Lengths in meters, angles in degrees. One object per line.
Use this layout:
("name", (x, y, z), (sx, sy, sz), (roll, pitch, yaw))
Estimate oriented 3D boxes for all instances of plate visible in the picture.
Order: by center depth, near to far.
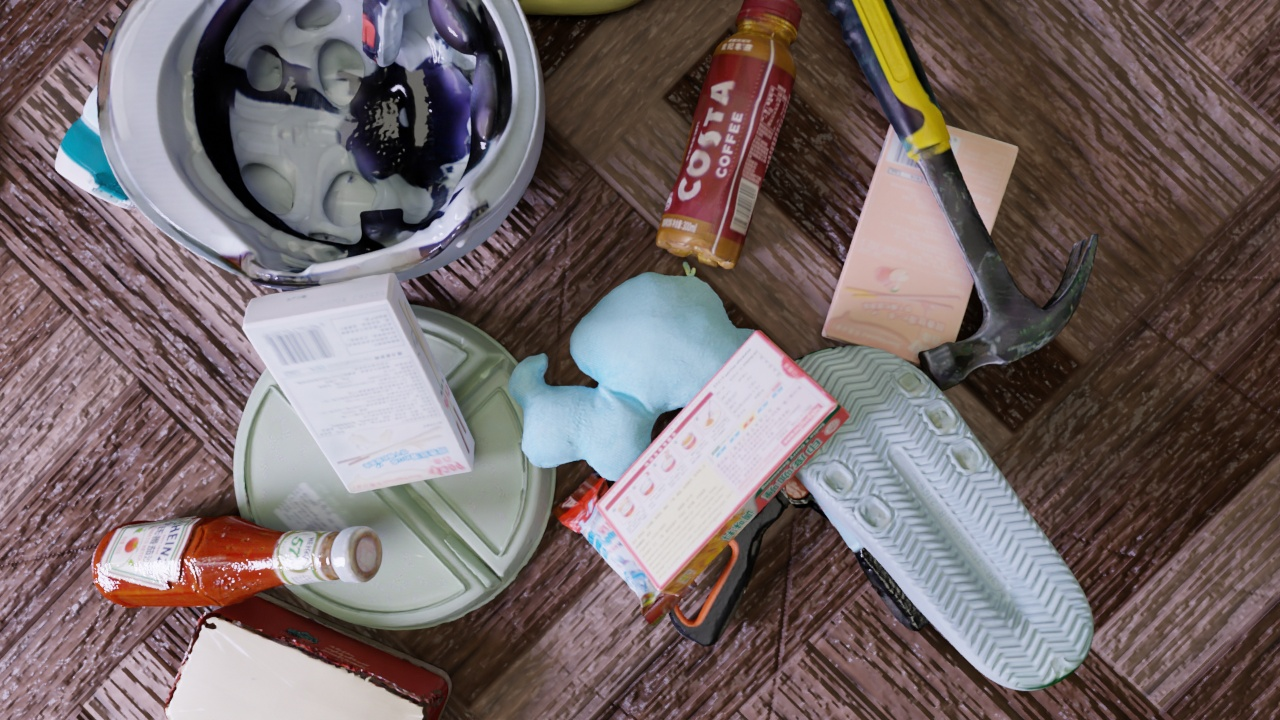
("plate", (-0.173, 0.075, 0.633), (0.230, 0.027, 0.230), (0, 90, 4))

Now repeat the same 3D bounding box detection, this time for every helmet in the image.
("helmet", (-0.176, -0.154, 0.573), (0.259, 0.145, 0.229), (-8, 90, 11))

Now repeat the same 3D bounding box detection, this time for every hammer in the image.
("hammer", (0.179, -0.151, 0.584), (0.126, 0.032, 0.323), (-24, 87, 4))

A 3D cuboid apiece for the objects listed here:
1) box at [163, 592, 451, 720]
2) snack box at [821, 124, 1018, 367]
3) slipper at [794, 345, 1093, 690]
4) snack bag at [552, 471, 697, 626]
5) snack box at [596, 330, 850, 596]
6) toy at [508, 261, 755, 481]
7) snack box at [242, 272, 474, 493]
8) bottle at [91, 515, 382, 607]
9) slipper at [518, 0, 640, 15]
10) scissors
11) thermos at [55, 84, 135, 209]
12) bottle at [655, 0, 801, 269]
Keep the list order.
("box", (-0.222, 0.230, 0.611), (0.168, 0.077, 0.091), (22, 91, 3))
("snack box", (0.185, -0.078, 0.612), (0.084, 0.026, 0.157), (18, 91, 3))
("slipper", (0.173, 0.090, 0.571), (0.104, 0.074, 0.245), (-35, 67, -5))
("snack bag", (-0.011, 0.126, 0.617), (0.048, 0.026, 0.104), (-46, 69, 13))
("snack box", (0.048, 0.063, 0.568), (0.156, 0.027, 0.077), (-48, 53, 7))
("toy", (-0.004, 0.004, 0.611), (0.161, 0.050, 0.156), (11, 83, 4))
("snack box", (-0.163, 0.019, 0.553), (0.085, 0.157, 0.026), (-10, 46, 3))
("bottle", (-0.261, 0.129, 0.594), (0.206, 0.059, 0.060), (-7, 90, 21))
("slipper", (-0.069, -0.277, 0.600), (0.190, 0.081, 0.091), (-5, 93, 6))
("scissors", (0.103, 0.104, 0.623), (0.221, 0.022, 0.230), (-41, 85, -2))
("thermos", (-0.309, -0.205, 0.620), (0.073, 0.073, 0.224), (37, 93, 2))
("bottle", (0.062, -0.151, 0.603), (0.057, 0.057, 0.175), (18, 91, 3))
